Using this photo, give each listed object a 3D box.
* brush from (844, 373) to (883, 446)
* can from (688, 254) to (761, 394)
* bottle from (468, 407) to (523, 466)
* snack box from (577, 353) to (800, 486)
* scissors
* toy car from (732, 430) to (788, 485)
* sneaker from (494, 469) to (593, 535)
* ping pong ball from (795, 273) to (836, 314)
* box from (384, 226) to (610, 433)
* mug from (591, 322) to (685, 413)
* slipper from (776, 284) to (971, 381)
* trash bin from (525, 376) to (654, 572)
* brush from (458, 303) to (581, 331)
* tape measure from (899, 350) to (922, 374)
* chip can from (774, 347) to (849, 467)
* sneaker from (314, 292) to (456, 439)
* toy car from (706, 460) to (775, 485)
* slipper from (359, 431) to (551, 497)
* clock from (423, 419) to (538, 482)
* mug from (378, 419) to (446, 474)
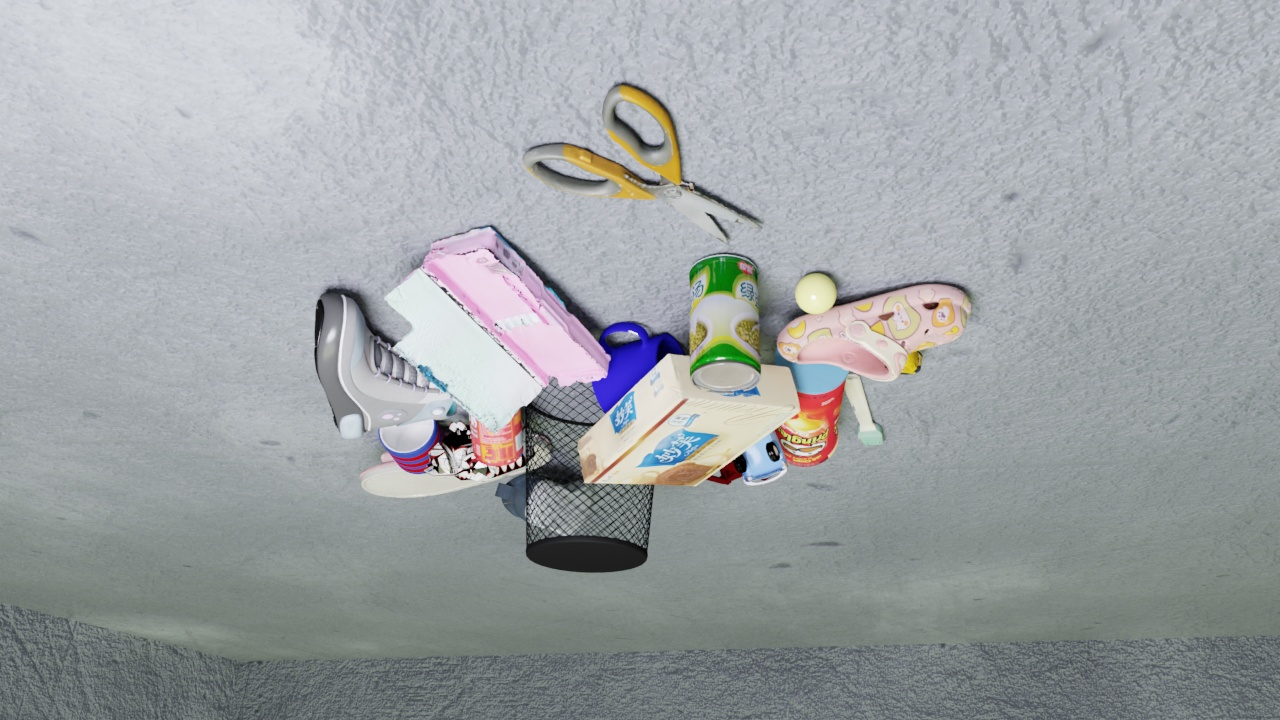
[{"bbox_3d":[0.287,0.066,1.187,0.033,0.012,0.218,-8,150,19],"label":"brush"},{"bbox_3d":[0.080,-0.035,0.874,0.067,0.120,0.067,1,153,1],"label":"can"},{"bbox_3d":[-0.173,0.054,1.083,0.062,0.061,0.138,1,117,1],"label":"bottle"},{"bbox_3d":[0.046,0.071,0.983,0.153,0.055,0.208,6,148,-31],"label":"snack box"},{"bbox_3d":[0.022,-0.154,0.759,0.225,0.016,0.176,14,151,-24],"label":"scissors"},{"bbox_3d":[0.122,0.071,1.078,0.056,0.153,0.054,-22,-177,22],"label":"toy car"},{"bbox_3d":[-0.143,0.213,1.400,0.087,0.089,0.235,17,173,20],"label":"sneaker"},{"bbox_3d":[0.172,-0.065,0.899,0.040,0.040,0.040,1,153,0],"label":"ping pong ball"},{"bbox_3d":[-0.149,-0.029,0.934,0.161,0.061,0.230,-28,136,12],"label":"box"},{"bbox_3d":[-0.006,0.006,1.022,0.084,0.079,0.111,-14,121,28],"label":"mug"},{"bbox_3d":[0.240,-0.015,0.931,0.197,0.081,0.093,-11,156,4],"label":"slipper"},{"bbox_3d":[-0.061,0.140,1.130,0.184,0.209,0.184,1,153,0],"label":"trash bin"},{"bbox_3d":[-0.132,-0.043,0.984,0.126,0.017,0.048,5,153,-8],"label":"brush"},{"bbox_3d":[0.270,-0.007,1.011,0.066,0.037,0.064,-3,162,40],"label":"tape measure"},{"bbox_3d":[0.196,0.047,1.072,0.087,0.087,0.213,-2,152,6],"label":"chip can"},{"bbox_3d":[-0.273,0.007,1.030,0.160,0.093,0.257,-2,153,-13],"label":"sneaker"},{"bbox_3d":[0.100,0.118,1.217,0.169,0.070,0.062,19,132,-32],"label":"toy car"},{"bbox_3d":[-0.263,0.140,1.310,0.274,0.054,0.114,-10,150,-2],"label":"slipper"},{"bbox_3d":[-0.211,0.112,1.183,0.115,0.065,0.154,0,-163,37],"label":"clock"},{"bbox_3d":[-0.317,0.097,1.224,0.112,0.074,0.076,23,157,14],"label":"mug"}]
